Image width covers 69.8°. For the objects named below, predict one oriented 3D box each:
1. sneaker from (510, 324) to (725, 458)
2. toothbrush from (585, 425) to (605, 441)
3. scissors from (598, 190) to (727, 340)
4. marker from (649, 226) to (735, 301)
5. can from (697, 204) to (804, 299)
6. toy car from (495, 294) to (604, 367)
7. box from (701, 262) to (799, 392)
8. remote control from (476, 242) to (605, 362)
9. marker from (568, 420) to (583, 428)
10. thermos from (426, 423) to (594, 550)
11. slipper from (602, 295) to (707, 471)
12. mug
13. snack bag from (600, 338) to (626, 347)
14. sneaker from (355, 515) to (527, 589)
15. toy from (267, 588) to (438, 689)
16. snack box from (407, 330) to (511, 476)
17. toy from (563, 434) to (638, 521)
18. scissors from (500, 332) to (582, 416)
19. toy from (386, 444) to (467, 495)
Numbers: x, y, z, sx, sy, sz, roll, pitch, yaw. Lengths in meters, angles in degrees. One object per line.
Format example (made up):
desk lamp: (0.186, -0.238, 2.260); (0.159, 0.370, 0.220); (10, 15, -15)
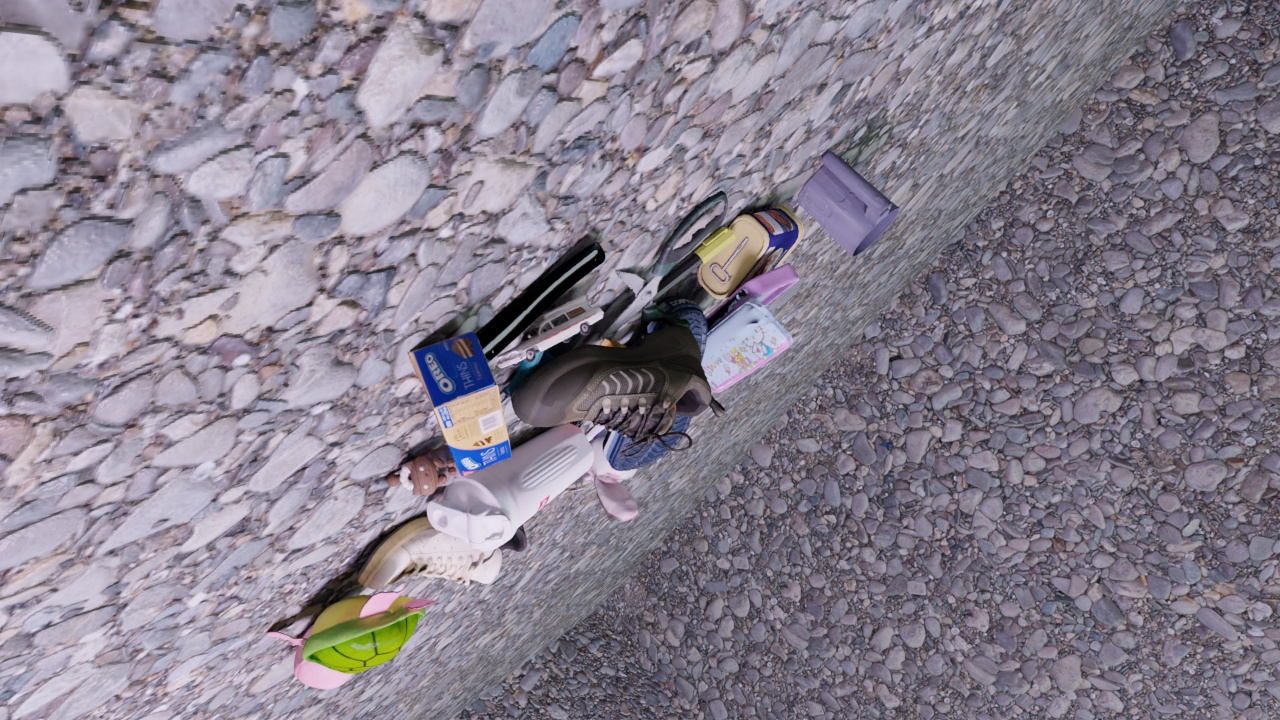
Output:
sneaker: (-0.013, 0.057, 0.968); (0.237, 0.143, 0.101); (-16, 155, -33)
toothbrush: (-0.104, 0.136, 1.332); (0.186, 0.015, 0.016); (-40, 169, -13)
scissors: (0.039, -0.082, 1.002); (0.202, 0.015, 0.201); (-44, 150, 2)
marker: (0.056, -0.110, 1.045); (0.123, 0.017, 0.021); (-39, 132, -12)
can: (0.132, -0.130, 1.113); (0.092, 0.056, 0.116); (-22, 155, -53)
toy car: (-0.086, -0.028, 0.852); (0.039, 0.039, 0.112); (-18, -172, 47)
box: (0.131, -0.030, 1.133); (0.089, 0.092, 0.215); (-25, 172, -25)
remote control: (-0.091, -0.050, 0.811); (0.152, 0.020, 0.041); (-41, 167, -1)
marker: (-0.088, 0.083, 1.204); (0.145, 0.021, 0.023); (121, -16, -48)
thermos: (-0.145, 0.148, 1.104); (0.219, 0.099, 0.100); (-32, 162, -51)
slipper: (0.014, 0.025, 1.169); (0.105, 0.095, 0.253); (-7, 128, -38)
mug: (0.264, -0.203, 1.160); (0.084, 0.104, 0.124); (-42, 166, -5)
snack bag: (-0.006, 0.006, 1.082); (0.026, 0.099, 0.020); (-51, -164, 26)
sneaker: (-0.227, 0.236, 1.106); (0.240, 0.102, 0.089); (-21, 155, -54)
toy: (-0.328, 0.316, 1.059); (0.239, 0.087, 0.189); (-34, 159, 31)
snack box: (-0.156, 0.045, 0.816); (0.057, 0.056, 0.207); (-22, 161, -13)
toy: (-0.029, 0.135, 1.366); (0.193, 0.159, 0.084); (-54, 139, -20)
scissors: (-0.108, 0.006, 0.933); (0.155, 0.019, 0.124); (-42, 165, -8)
toy: (-0.201, 0.107, 0.922); (0.055, 0.041, 0.101); (-9, -175, 45)
